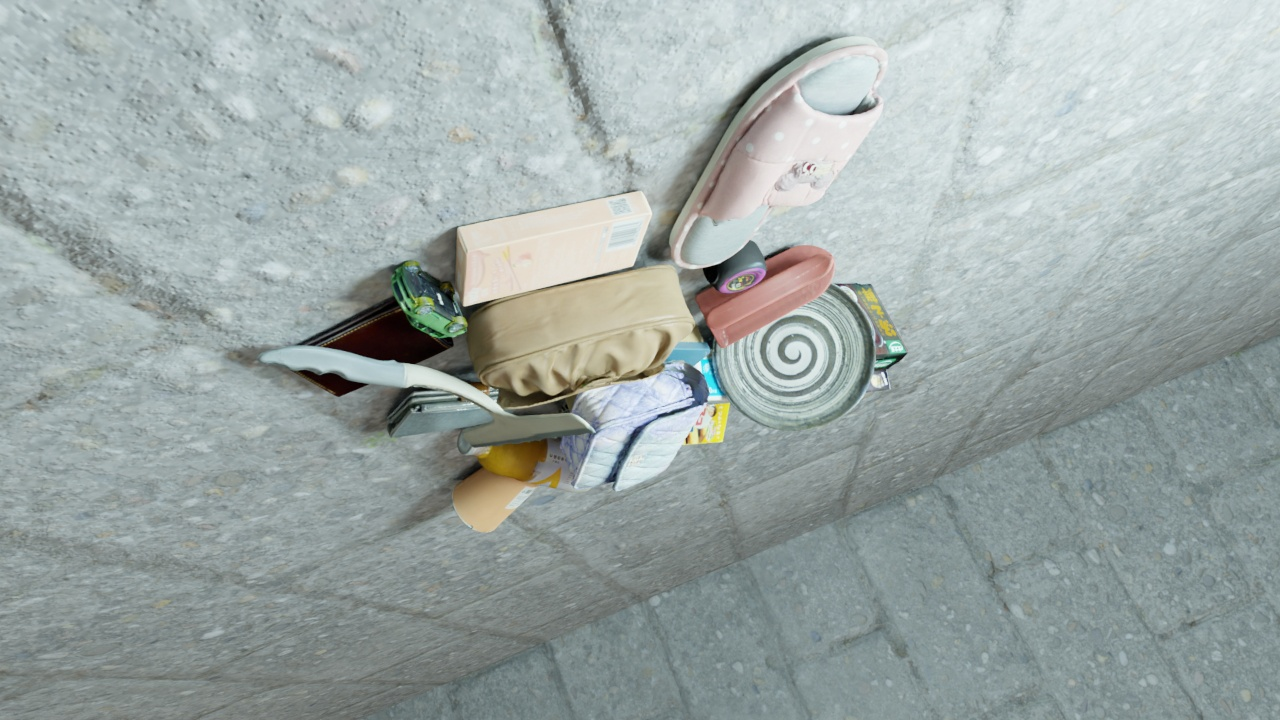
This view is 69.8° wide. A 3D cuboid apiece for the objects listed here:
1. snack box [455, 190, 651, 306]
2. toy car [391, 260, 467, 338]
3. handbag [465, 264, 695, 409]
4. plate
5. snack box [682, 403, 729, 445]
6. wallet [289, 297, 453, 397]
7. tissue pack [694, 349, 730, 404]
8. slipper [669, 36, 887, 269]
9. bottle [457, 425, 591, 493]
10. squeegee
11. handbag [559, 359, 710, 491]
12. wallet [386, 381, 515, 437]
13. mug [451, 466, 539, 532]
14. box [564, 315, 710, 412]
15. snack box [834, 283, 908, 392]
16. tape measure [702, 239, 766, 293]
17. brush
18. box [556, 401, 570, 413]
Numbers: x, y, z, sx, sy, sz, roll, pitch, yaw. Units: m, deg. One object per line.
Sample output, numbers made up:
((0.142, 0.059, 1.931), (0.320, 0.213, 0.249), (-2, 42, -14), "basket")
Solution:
((-0.073, -0.092, 0.754), (0.157, 0.026, 0.085), (-14, 158, -19), "snack box")
((-0.172, -0.046, 0.742), (0.036, 0.043, 0.091), (-25, 158, 7), "toy car")
((-0.055, -0.015, 0.847), (0.204, 0.099, 0.148), (-13, 165, -14), "handbag")
((0.170, -0.008, 1.024), (0.180, 0.179, 0.024), (-28, -173, 14), "plate")
((0.059, 0.063, 1.177), (0.034, 0.087, 0.140), (18, -168, 41), "snack box")
((-0.237, -0.009, 0.801), (0.122, 0.020, 0.096), (-24, 154, 7), "wallet")
((0.074, 0.020, 1.090), (0.139, 0.063, 0.090), (1, 172, -42), "tissue pack")
((0.108, -0.150, 0.755), (0.114, 0.054, 0.275), (-8, 155, -33), "slipper")
((-0.131, 0.113, 1.102), (0.189, 0.068, 0.068), (20, 135, -41), "bottle")
((-0.200, 0.021, 0.792), (0.246, 0.039, 0.247), (20, 162, -29), "squeegee")
((-0.010, 0.079, 0.996), (0.134, 0.075, 0.194), (-15, 158, -18), "handbag")
((-0.188, 0.045, 0.953), (0.129, 0.037, 0.107), (-6, 164, -32), "wallet")
((-0.176, 0.160, 1.188), (0.123, 0.078, 0.078), (-39, 154, 26), "mug")
((-0.006, 0.006, 1.009), (0.089, 0.059, 0.185), (-2, 152, -43), "box")
((0.250, -0.028, 1.087), (0.113, 0.125, 0.053), (-5, 151, -38), "snack box")
((0.092, -0.093, 0.898), (0.058, 0.039, 0.057), (-26, 159, 22), "tape measure")
((0.133, -0.071, 0.945), (0.146, 0.063, 0.069), (-27, -178, 8), "brush")
((-0.039, 0.079, 1.140), (0.058, 0.071, 0.164), (-12, 171, 35), "box")
